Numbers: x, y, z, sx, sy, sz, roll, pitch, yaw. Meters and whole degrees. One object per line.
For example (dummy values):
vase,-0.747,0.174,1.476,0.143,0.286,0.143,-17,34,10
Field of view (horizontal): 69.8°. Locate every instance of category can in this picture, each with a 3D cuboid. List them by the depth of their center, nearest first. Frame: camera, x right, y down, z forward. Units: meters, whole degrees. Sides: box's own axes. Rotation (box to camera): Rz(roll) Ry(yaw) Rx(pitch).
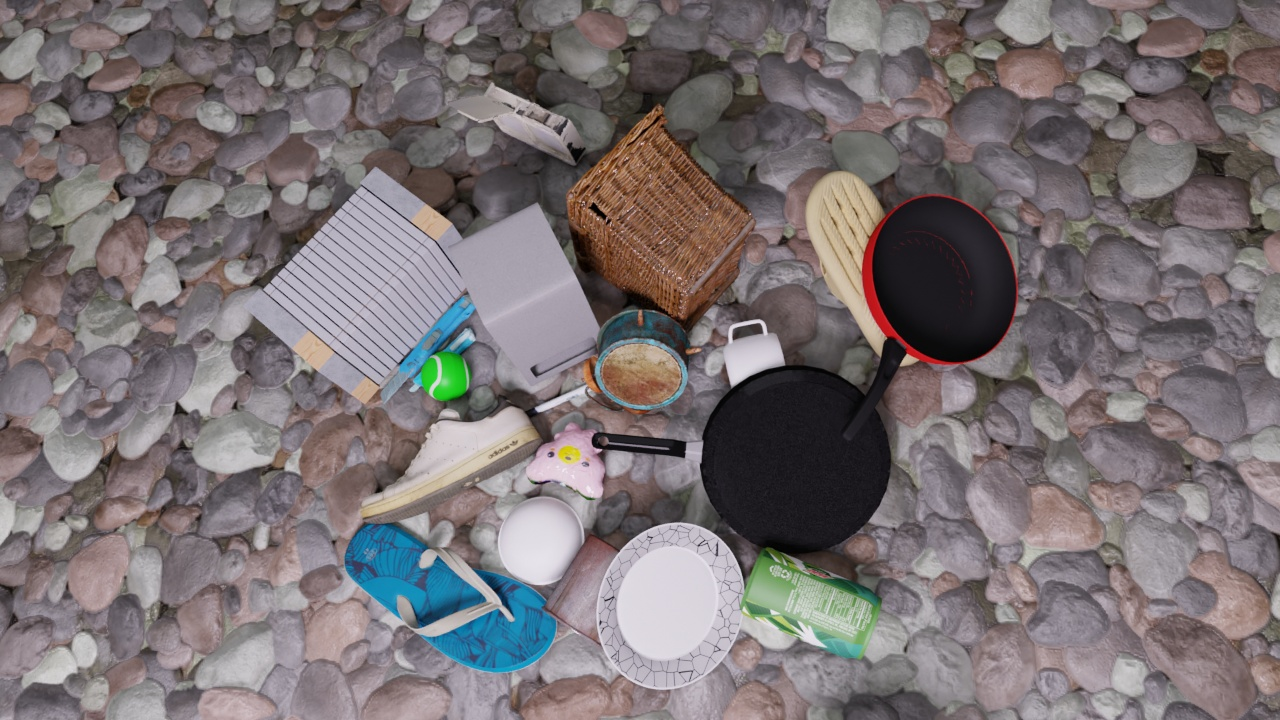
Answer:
can,0.194,0.277,1.047,0.144,0.083,0.083,20,75,14

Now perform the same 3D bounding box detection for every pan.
pan,0.118,0.113,1.087,0.356,0.034,0.225,5,96,2
pan,0.322,-0.042,1.096,0.209,0.067,0.355,41,71,-8

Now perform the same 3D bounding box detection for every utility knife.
utility knife,-0.271,0.000,1.244,0.117,0.015,0.022,-42,64,-5
utility knife,-0.289,-0.019,1.253,0.031,0.015,0.195,35,80,22

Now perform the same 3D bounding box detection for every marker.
marker,-0.094,0.046,1.205,0.152,0.011,0.011,-23,70,0

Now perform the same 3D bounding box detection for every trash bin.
trash bin,-0.131,-0.073,1.135,0.114,0.229,0.114,-27,70,-2
trash bin,-0.359,-0.097,1.220,0.142,0.142,0.246,37,79,17

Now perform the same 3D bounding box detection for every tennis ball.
tennis ball,-0.256,0.021,1.207,0.065,0.065,0.065,-2,71,7

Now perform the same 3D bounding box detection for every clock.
clock,-0.007,0.007,1.151,0.121,0.158,0.073,32,35,-19

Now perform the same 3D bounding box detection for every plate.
plate,0.034,0.281,1.059,0.188,0.016,0.188,0,89,-24

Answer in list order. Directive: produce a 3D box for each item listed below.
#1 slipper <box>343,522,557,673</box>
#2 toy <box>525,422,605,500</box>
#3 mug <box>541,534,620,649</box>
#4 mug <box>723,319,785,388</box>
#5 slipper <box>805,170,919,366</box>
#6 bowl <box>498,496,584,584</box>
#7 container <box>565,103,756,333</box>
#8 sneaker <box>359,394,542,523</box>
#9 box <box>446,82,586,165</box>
slipper,-0.244,0.287,1.118,0.295,0.060,0.118,25,79,15
toy,-0.084,0.125,1.156,0.102,0.050,0.093,19,69,10
mug,-0.038,0.280,1.083,0.123,0.096,0.110,36,81,-14
mug,0.141,0.006,1.135,0.068,0.094,0.116,-12,107,5
slipper,0.278,-0.110,1.170,0.111,0.079,0.261,-26,89,-24
bowl,-0.128,0.219,1.134,0.110,0.040,0.109,-2,71,7
container,0.030,-0.154,1.144,0.183,0.250,0.162,41,80,8
sneaker,-0.250,0.119,1.157,0.241,0.089,0.102,-26,77,-8
box,-0.166,-0.332,1.261,0.145,0.185,0.066,29,102,21
